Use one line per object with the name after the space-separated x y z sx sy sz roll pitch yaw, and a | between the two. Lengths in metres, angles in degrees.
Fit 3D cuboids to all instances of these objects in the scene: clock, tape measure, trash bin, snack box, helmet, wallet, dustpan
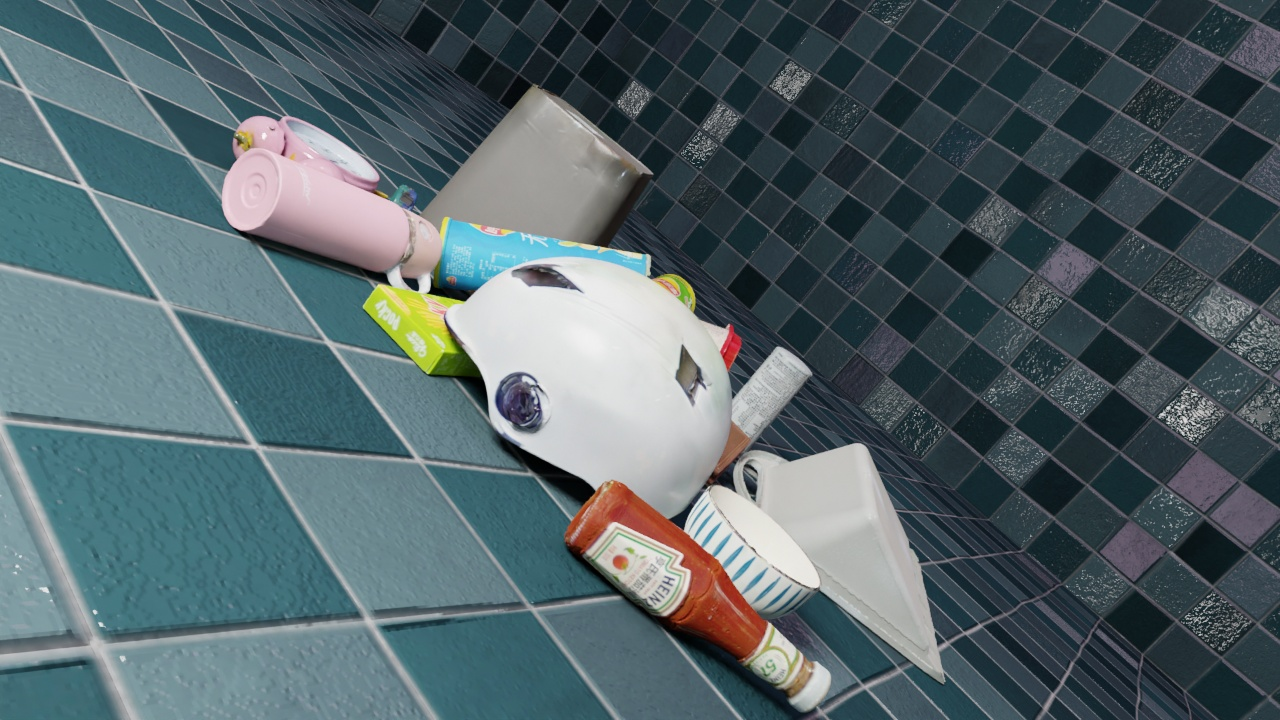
-0.307 -0.174 0.844 0.117 0.060 0.158 39 13 2 | clock
-0.251 -0.148 0.929 0.025 0.058 0.054 34 16 -21 | tape measure
-0.117 -0.174 1.044 0.198 0.220 0.198 38 13 -1 | trash bin
-0.161 -0.021 0.795 0.086 0.026 0.156 42 12 18 | snack box
-0.022 0.001 0.761 0.258 0.146 0.228 47 14 5 | helmet
0.059 0.071 1.019 0.124 0.032 0.101 46 32 7 | wallet
0.217 0.206 1.029 0.222 0.143 0.258 -68 135 -66 | dustpan

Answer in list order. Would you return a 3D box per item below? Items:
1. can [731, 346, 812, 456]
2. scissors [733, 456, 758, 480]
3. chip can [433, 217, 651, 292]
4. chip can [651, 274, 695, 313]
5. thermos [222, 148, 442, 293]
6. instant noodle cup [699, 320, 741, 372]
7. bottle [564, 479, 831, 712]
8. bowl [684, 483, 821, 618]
0.152 0.054 1.172 0.058 0.147 0.058 36 12 -9 | can
0.182 0.166 1.093 0.197 0.015 0.213 49 16 30 | scissors
-0.099 -0.091 0.929 0.210 0.071 0.071 9 18 -9 | chip can
-0.010 -0.058 1.110 0.072 0.073 0.220 42 26 14 | chip can
-0.249 -0.107 0.779 0.198 0.067 0.087 20 53 -62 | thermos
0.063 -0.013 1.273 0.124 0.116 0.116 27 11 0 | instant noodle cup
0.041 0.165 0.627 0.206 0.060 0.059 39 12 -1 | bottle
0.079 0.161 0.731 0.116 0.066 0.116 38 12 -9 | bowl
